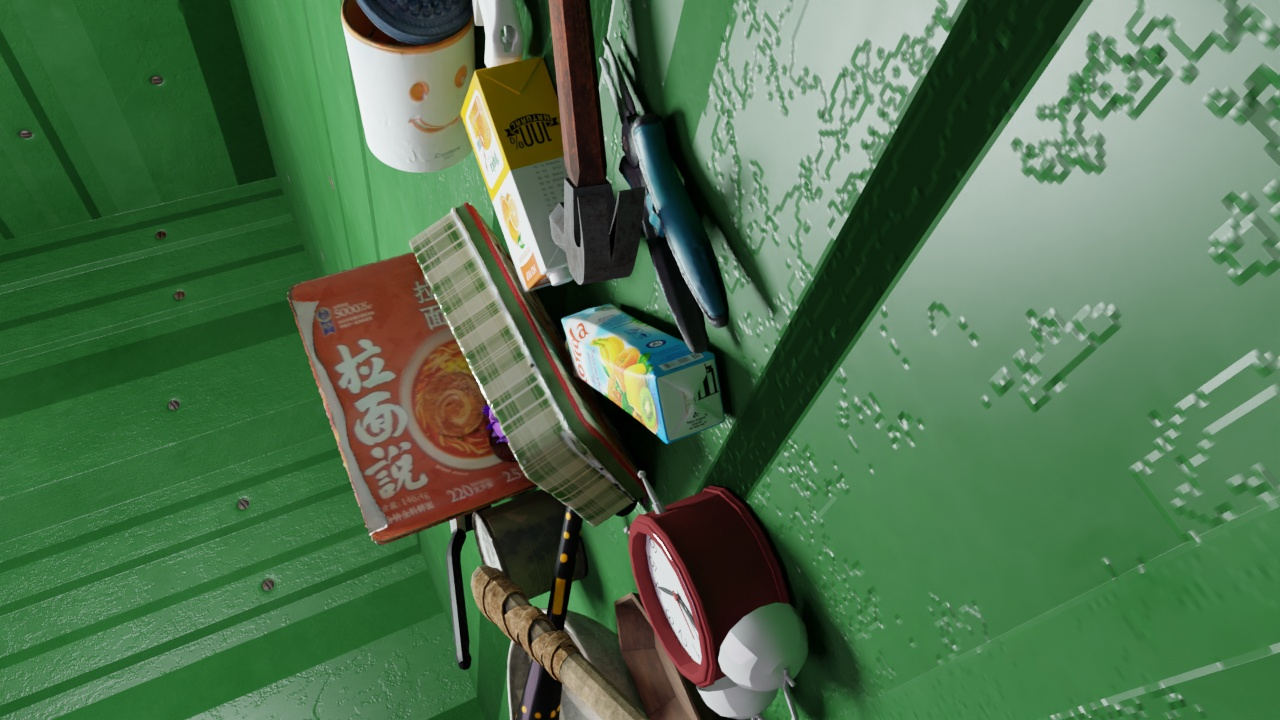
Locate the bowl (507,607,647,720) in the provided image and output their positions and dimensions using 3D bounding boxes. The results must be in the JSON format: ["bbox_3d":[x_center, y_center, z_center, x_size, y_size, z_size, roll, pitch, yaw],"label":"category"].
[{"bbox_3d":[-0.038,0.283,0.741,0.179,0.081,0.178,9,100,55],"label":"bowl"}]

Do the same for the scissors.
[{"bbox_3d":[0.010,-0.072,0.403,0.144,0.019,0.126,-126,25,-51],"label":"scissors"}]

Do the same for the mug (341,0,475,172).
[{"bbox_3d":[-0.153,-0.194,0.622,0.082,0.082,0.105,60,158,28],"label":"mug"}]

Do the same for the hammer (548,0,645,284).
[{"bbox_3d":[-0.032,-0.176,0.384,0.111,0.028,0.301,-122,24,-62],"label":"hammer"}]

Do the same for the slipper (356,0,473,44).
[{"bbox_3d":[-0.166,-0.317,0.525,0.263,0.101,0.083,68,161,-1],"label":"slipper"}]

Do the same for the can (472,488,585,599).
[{"bbox_3d":[-0.099,0.165,0.818,0.090,0.074,0.090,50,150,44],"label":"can"}]

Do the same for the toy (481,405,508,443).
[{"bbox_3d":[-0.097,0.042,0.727,0.106,0.055,0.088,65,160,6],"label":"toy"}]

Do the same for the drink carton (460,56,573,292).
[{"bbox_3d":[-0.061,-0.101,0.528,0.122,0.040,0.059,70,160,1],"label":"drink carton"}]

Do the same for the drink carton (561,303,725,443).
[{"bbox_3d":[-0.003,0.003,0.476,0.129,0.038,0.044,30,136,61],"label":"drink carton"}]

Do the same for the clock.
[{"bbox_3d":[0.039,0.124,0.464,0.137,0.048,0.096,61,158,28],"label":"clock"}]

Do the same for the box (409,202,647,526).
[{"bbox_3d":[-0.071,0.001,0.585,0.205,0.050,0.117,59,-176,34],"label":"box"}]

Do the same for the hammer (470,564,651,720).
[{"bbox_3d":[-0.027,0.199,0.556,0.319,0.048,0.121,20,135,54],"label":"hammer"}]

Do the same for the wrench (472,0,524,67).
[{"bbox_3d":[-0.069,-0.262,0.432,0.274,0.018,0.066,101,153,-51],"label":"wrench"}]

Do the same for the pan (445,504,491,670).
[{"bbox_3d":[-0.177,0.133,0.912,0.204,0.044,0.355,88,168,-49],"label":"pan"}]

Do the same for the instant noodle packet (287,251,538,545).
[{"bbox_3d":[-0.185,0.021,0.780,0.084,0.164,0.221,4,111,70],"label":"instant noodle packet"}]

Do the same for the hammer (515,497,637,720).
[{"bbox_3d":[-0.067,0.206,0.682,0.123,0.036,0.321,32,116,51],"label":"hammer"}]

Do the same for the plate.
[{"bbox_3d":[0.022,0.214,0.619,0.131,0.025,0.131,52,153,41],"label":"plate"}]
